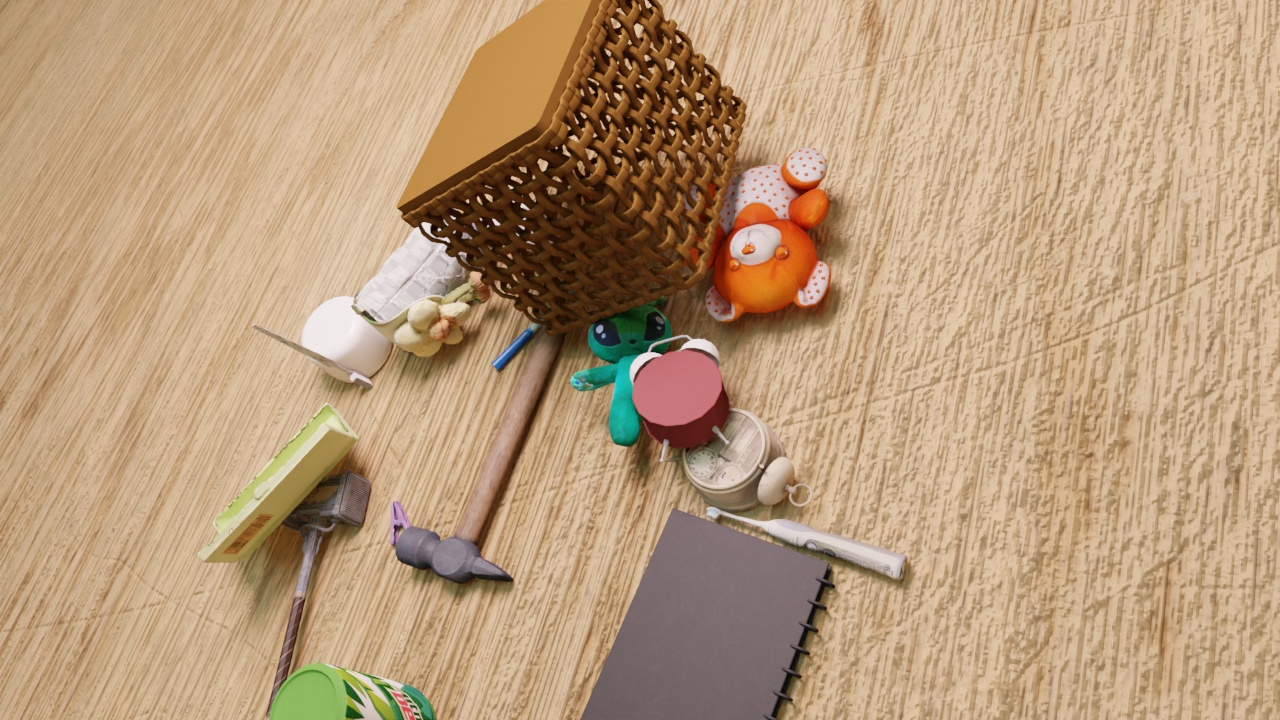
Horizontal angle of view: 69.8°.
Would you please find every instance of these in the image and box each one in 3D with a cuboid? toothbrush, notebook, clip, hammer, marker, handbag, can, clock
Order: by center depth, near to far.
[{"bbox_3d":[0.054,0.259,0.794,0.169,0.019,0.231,14,71,33],"label":"notebook"},{"bbox_3d":[0.141,0.154,0.807,0.186,0.022,0.024,13,51,30],"label":"toothbrush"},{"bbox_3d":[-0.255,0.327,0.830,0.083,0.144,0.083,-11,60,20],"label":"can"},{"bbox_3d":[0.096,0.095,0.841,0.141,0.054,0.093,27,77,37],"label":"clock"},{"bbox_3d":[0.037,0.028,0.852,0.087,0.044,0.124,-16,50,7],"label":"clock"},{"bbox_3d":[-0.367,0.277,0.974,0.099,0.044,0.321,-8,61,22],"label":"hammer"},{"bbox_3d":[-0.139,0.080,0.978,0.129,0.040,0.321,11,68,26],"label":"hammer"},{"bbox_3d":[-0.258,0.177,0.996,0.045,0.014,0.050,-1,65,26],"label":"clip"},{"bbox_3d":[-0.369,-0.002,1.043,0.010,0.181,0.010,-43,57,5],"label":"toothbrush"},{"bbox_3d":[-0.117,-0.043,1.047,0.142,0.013,0.013,-46,54,-3],"label":"marker"},{"bbox_3d":[-0.236,-0.089,1.073,0.123,0.112,0.171,32,80,26],"label":"handbag"}]

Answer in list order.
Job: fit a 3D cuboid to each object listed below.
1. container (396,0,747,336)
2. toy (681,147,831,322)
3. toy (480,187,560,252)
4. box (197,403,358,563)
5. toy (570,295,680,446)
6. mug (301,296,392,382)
[{"bbox_3d":[-0.061,-0.207,0.925,0.220,0.214,0.250,-17,46,41],"label":"container"},{"bbox_3d":[0.119,-0.125,0.928,0.164,0.093,0.172,-13,60,20],"label":"toy"},{"bbox_3d":[-0.136,-0.164,1.107,0.125,0.037,0.076,31,76,33],"label":"toy"},{"bbox_3d":[-0.389,0.138,0.996,0.188,0.061,0.133,-48,15,-6],"label":"box"},{"bbox_3d":[-0.006,0.005,0.934,0.130,0.072,0.193,-8,55,1],"label":"toy"},{"bbox_3d":[-0.353,-0.034,1.123,0.094,0.068,0.115,36,83,36],"label":"mug"}]
